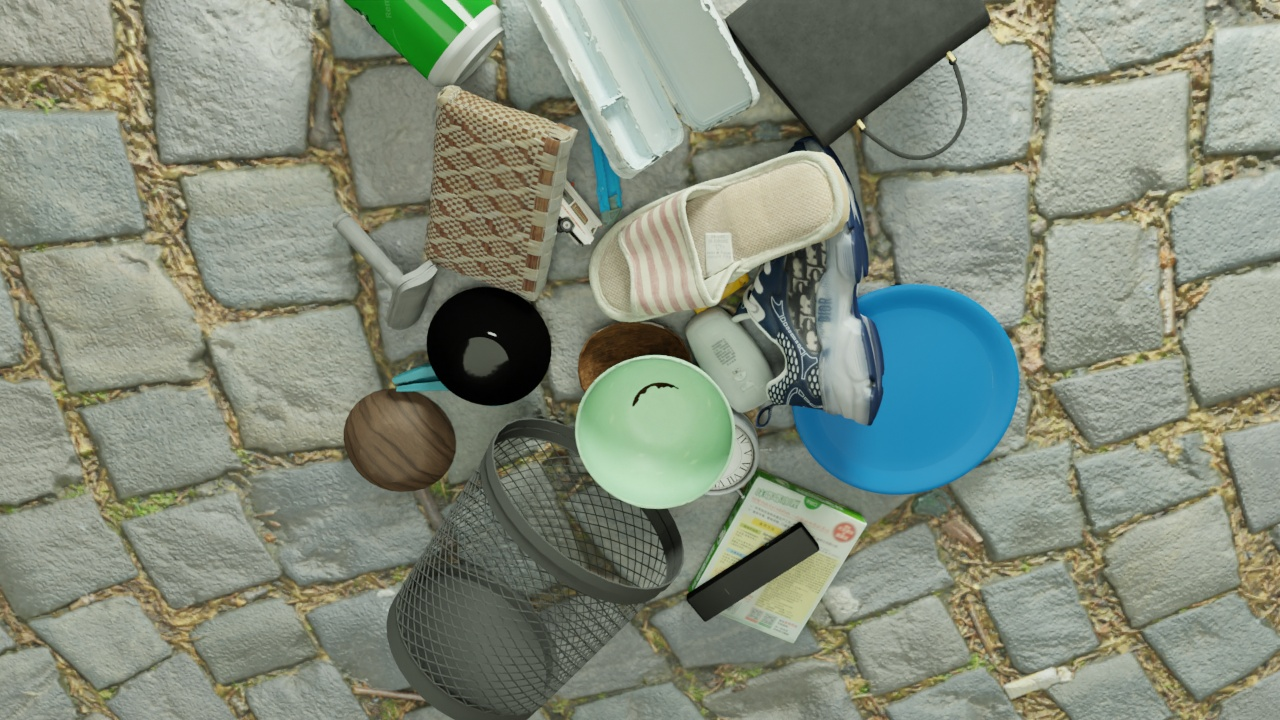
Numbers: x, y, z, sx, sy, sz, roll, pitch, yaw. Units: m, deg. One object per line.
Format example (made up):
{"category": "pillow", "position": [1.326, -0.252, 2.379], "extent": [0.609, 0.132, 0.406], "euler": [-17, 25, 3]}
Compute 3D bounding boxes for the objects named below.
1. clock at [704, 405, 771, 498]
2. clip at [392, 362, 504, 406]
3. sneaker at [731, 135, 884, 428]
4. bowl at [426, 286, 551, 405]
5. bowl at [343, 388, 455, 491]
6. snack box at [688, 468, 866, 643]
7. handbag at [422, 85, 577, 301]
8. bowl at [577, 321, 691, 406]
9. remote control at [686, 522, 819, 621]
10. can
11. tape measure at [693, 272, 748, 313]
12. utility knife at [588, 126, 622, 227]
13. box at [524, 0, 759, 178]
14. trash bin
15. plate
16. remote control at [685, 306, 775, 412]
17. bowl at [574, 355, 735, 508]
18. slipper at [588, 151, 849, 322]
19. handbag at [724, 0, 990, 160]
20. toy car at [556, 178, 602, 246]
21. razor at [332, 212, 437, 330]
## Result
{"category": "clock", "position": [0.066, 0.089, 0.949], "extent": [0.122, 0.035, 0.095], "euler": [24, 108, -8]}
{"category": "clip", "position": [-0.176, 0.019, 0.938], "extent": [0.122, 0.033, 0.120], "euler": [-43, 107, 14]}
{"category": "sneaker", "position": [0.145, -0.068, 0.857], "extent": [0.133, 0.103, 0.269], "euler": [-7, 96, 22]}
{"category": "bowl", "position": [-0.150, -0.004, 0.888], "extent": [0.124, 0.052, 0.124], "euler": [0, 109, 0]}
{"category": "bowl", "position": [-0.256, 0.090, 0.960], "extent": [0.119, 0.032, 0.119], "euler": [1, 109, 1]}
{"category": "snack box", "position": [0.146, 0.215, 0.995], "extent": [0.132, 0.027, 0.168], "euler": [24, 108, -7]}
{"category": "handbag", "position": [-0.133, -0.150, 0.837], "extent": [0.124, 0.046, 0.186], "euler": [21, 131, 4]}
{"category": "bowl", "position": [-0.006, 0.005, 0.926], "extent": [0.114, 0.026, 0.102], "euler": [-1, 110, 1]}
{"category": "remote control", "position": [0.119, 0.225, 0.977], "extent": [0.150, 0.013, 0.034], "euler": [-36, 104, 12]}
{"category": "can", "position": [-0.192, -0.309, 0.788], "extent": [0.140, 0.087, 0.088], "euler": [43, 105, -12]}
{"category": "tape measure", "position": [0.068, -0.087, 0.890], "extent": [0.068, 0.030, 0.059], "euler": [-30, 108, 11]}
{"category": "utility knife", "position": [-0.041, -0.233, 0.843], "extent": [0.015, 0.031, 0.220], "euler": [6, 112, 44]}
{"category": "box", "position": [-0.010, -0.274, 0.777], "extent": [0.129, 0.104, 0.210], "euler": [-17, 111, 51]}
{"category": "trash bin", "position": [-0.112, 0.215, 0.909], "extent": [0.217, 0.217, 0.228], "euler": [34, 111, -10]}
{"category": "plate", "position": [0.265, 0.030, 0.928], "extent": [0.224, 0.024, 0.224], "euler": [1, 109, 2]}
{"category": "remote control", "position": [0.090, -0.001, 0.920], "extent": [0.060, 0.028, 0.114], "euler": [-34, 108, 13]}
{"category": "bowl", "position": [0.017, 0.060, 0.885], "extent": [0.151, 0.077, 0.151], "euler": [2, 105, 7]}
{"category": "slipper", "position": [0.058, -0.106, 0.823], "extent": [0.264, 0.052, 0.115], "euler": [-21, 86, 30]}
{"category": "handbag", "position": [0.202, -0.259, 0.774], "extent": [0.176, 0.072, 0.195], "euler": [-36, 87, 13]}
{"category": "toy car", "position": [-0.080, -0.158, 0.867], "extent": [0.039, 0.039, 0.113], "euler": [-40, 104, -8]}
{"category": "razor", "position": [-0.252, -0.096, 0.883], "extent": [0.116, 0.047, 0.088], "euler": [47, 146, 5]}
